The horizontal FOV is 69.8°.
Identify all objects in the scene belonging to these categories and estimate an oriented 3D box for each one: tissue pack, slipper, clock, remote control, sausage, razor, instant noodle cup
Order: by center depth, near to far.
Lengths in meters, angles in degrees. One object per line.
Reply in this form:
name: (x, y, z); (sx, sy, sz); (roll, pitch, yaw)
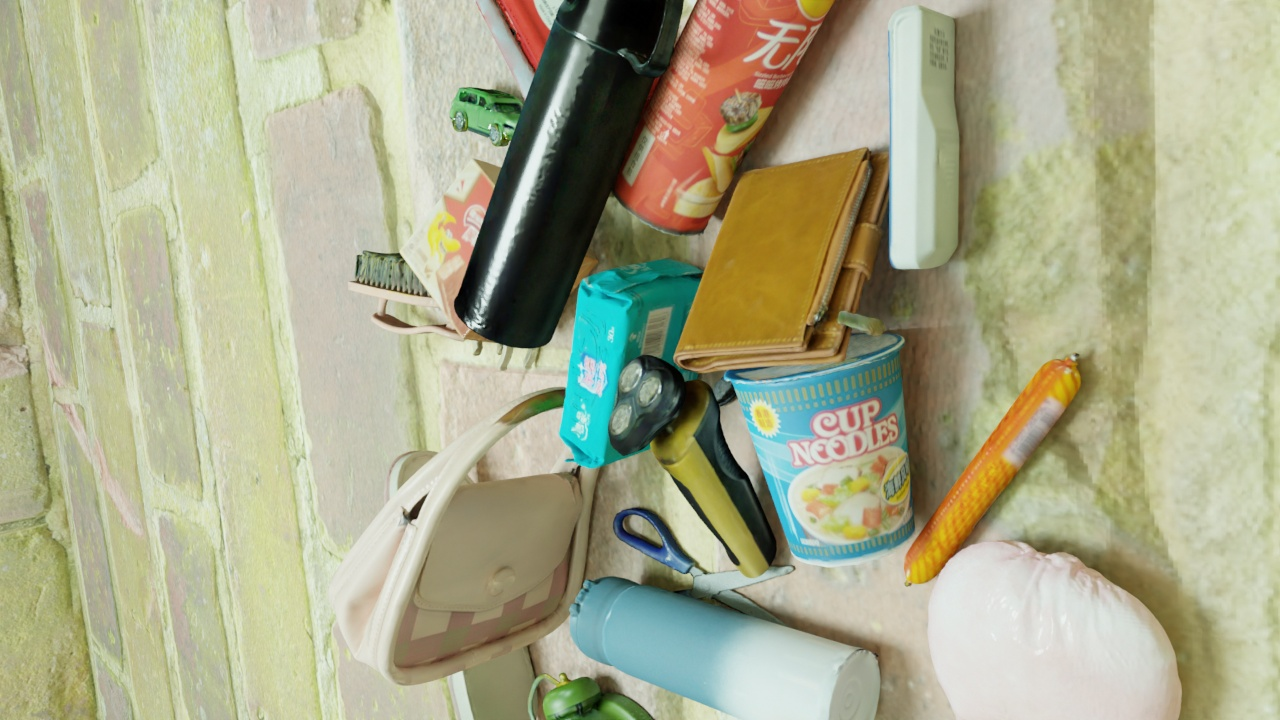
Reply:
remote control: (0.142, -0.109, 0.459); (0.024, 0.048, 0.125); (4, 101, 38)
sausage: (0.178, 0.062, 0.476); (0.021, 0.021, 0.165); (45, 127, 31)
instant noodle cup: (0.106, 0.049, 0.505); (0.099, 0.099, 0.110); (-6, 101, 47)
razor: (0.036, 0.071, 0.561); (0.167, 0.067, 0.062); (58, 167, -28)
tissue pack: (-0.004, 0.004, 0.603); (0.050, 0.093, 0.134); (26, 116, 36)
clock: (-0.039, 0.319, 0.732); (0.161, 0.056, 0.116); (40, 124, 34)
slipper: (-0.163, 0.211, 0.802); (0.055, 0.114, 0.274); (-19, 91, 34)

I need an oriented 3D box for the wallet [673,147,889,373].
wallet: (0.083, -0.056, 0.496); (0.119, 0.035, 0.130); (0, 59, 43)

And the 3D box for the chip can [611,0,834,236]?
chip can: (0.055, -0.174, 0.519); (0.073, 0.073, 0.217); (51, 130, 27)

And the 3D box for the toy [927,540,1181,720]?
toy: (0.196, 0.170, 0.455); (0.121, 0.054, 0.159); (15, 105, 46)

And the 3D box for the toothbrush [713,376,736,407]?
toothbrush: (0.090, -0.032, 0.554); (0.014, 0.016, 0.190); (54, 130, 24)

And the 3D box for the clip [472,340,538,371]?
clip: (-0.115, -0.043, 0.753); (0.087, 0.034, 0.104); (0, 94, 45)

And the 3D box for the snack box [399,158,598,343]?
snack box: (-0.105, -0.078, 0.679); (0.094, 0.077, 0.092); (-46, 68, 18)

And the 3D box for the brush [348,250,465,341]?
brush: (-0.195, -0.057, 0.814); (0.146, 0.063, 0.073); (14, 104, 42)

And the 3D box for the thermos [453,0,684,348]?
thermos: (-0.041, -0.117, 0.536); (0.243, 0.068, 0.090); (-65, 34, 28)

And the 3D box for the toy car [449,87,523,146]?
toy car: (-0.111, -0.188, 0.710); (0.091, 0.043, 0.036); (33, 120, 37)

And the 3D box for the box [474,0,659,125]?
box: (-0.049, -0.223, 0.642); (0.095, 0.100, 0.201); (-29, 74, 3)

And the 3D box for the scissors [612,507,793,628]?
scissors: (0.036, 0.162, 0.654); (0.162, 0.012, 0.163); (44, 125, 30)

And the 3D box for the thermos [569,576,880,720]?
thermos: (0.045, 0.192, 0.603); (0.221, 0.070, 0.070); (5, 102, 42)

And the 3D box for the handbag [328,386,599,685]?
handbag: (-0.105, 0.115, 0.676); (0.093, 0.193, 0.235); (40, 115, 31)
